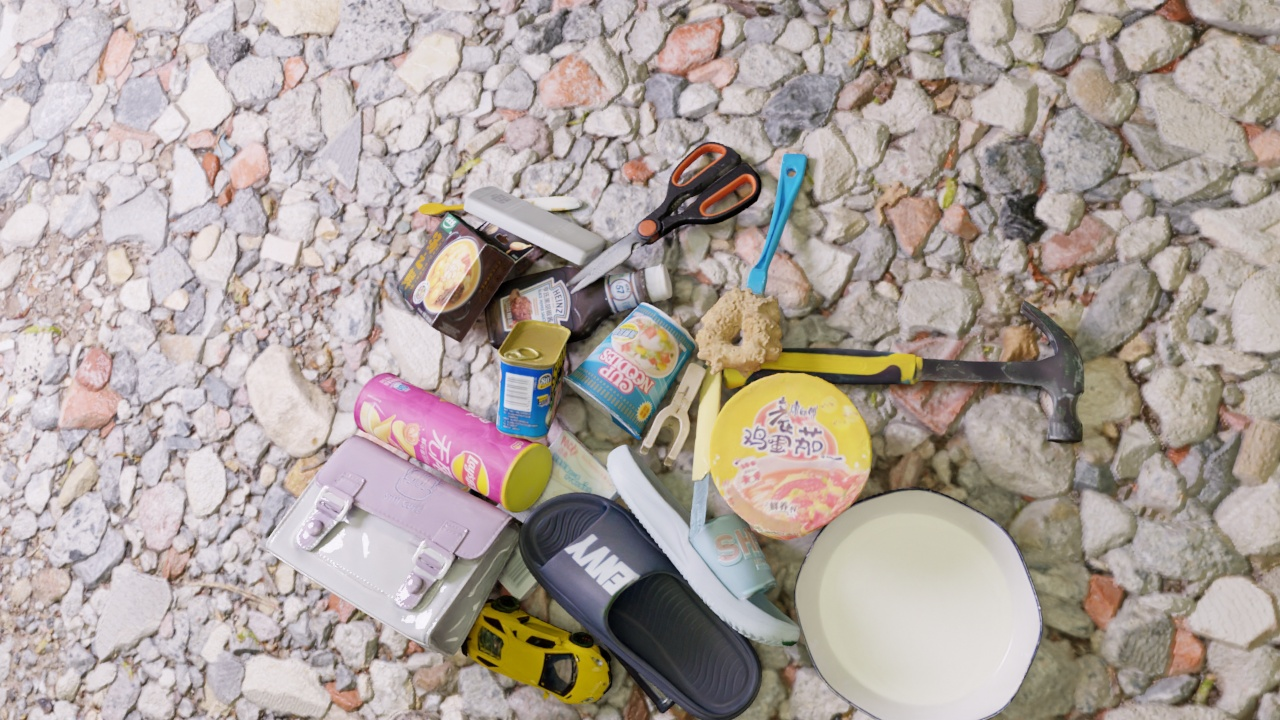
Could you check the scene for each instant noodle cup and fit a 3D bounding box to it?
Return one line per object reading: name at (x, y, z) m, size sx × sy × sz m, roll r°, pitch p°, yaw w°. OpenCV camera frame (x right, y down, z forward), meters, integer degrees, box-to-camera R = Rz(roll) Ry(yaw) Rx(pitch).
instant noodle cup at (-0.005, 0.005, 0.902) m, size 0.099 × 0.099 × 0.110 m, roll 35°, pitch 82°, yaw 19°
instant noodle cup at (0.139, 0.088, 0.832) m, size 0.138 × 0.110 × 0.138 m, roll -3°, pitch 78°, yaw 14°

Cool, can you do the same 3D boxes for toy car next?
toy car at (-0.100, 0.282, 0.883) m, size 0.156 × 0.041 × 0.071 m, roll 19°, pitch 108°, yaw 15°

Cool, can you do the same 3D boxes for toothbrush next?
toothbrush at (-0.155, -0.169, 1.015) m, size 0.191 × 0.018 × 0.016 m, roll 0°, pitch 81°, yaw 13°
toothbrush at (-0.040, 0.245, 0.879) m, size 0.027 × 0.026 × 0.212 m, roll -41°, pitch 79°, yaw -3°

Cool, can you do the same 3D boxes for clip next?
clip at (0.034, 0.052, 0.878) m, size 0.034 × 0.072 × 0.099 m, roll 27°, pitch 55°, yaw 1°

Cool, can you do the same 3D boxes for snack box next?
snack box at (-0.188, -0.097, 0.967) m, size 0.125 × 0.053 × 0.113 m, roll -56°, pitch 41°, yaw 4°
snack box at (-0.096, 0.156, 0.925) m, size 0.085 × 0.027 × 0.157 m, roll 42°, pitch 92°, yaw 19°

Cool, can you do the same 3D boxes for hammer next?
hammer at (0.240, 0.005, 0.863) m, size 0.324 × 0.032 × 0.126 m, roll 2°, pitch 80°, yaw 16°

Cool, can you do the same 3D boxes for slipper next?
slipper at (0.005, 0.216, 0.836) m, size 0.268 × 0.083 × 0.110 m, roll 41°, pitch 71°, yaw 9°
slipper at (0.063, 0.161, 0.846) m, size 0.074 × 0.104 × 0.245 m, roll -44°, pitch 65°, yaw 1°

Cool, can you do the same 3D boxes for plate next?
plate at (0.243, 0.218, 0.812) m, size 0.205 × 0.045 × 0.204 m, roll -3°, pitch 77°, yaw 14°

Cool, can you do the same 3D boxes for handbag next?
handbag at (-0.232, 0.171, 0.876) m, size 0.197 × 0.098 × 0.144 m, roll 23°, pitch 66°, yaw 18°

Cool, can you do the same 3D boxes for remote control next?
remote control at (-0.112, -0.142, 0.966) m, size 0.150 × 0.058 × 0.021 m, roll 26°, pitch 119°, yaw 11°

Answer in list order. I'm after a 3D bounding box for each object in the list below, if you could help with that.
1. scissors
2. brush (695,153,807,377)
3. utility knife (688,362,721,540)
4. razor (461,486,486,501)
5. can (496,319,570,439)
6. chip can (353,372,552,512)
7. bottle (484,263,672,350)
scissors at (0.011, -0.148, 0.944) m, size 0.235 × 0.022 × 0.141 m, roll -18°, pitch 63°, yaw 4°
brush at (0.121, -0.096, 0.900) m, size 0.083 × 0.046 × 0.254 m, roll 10°, pitch 68°, yaw 25°
utility knife at (0.058, 0.074, 0.847) m, size 0.031 × 0.022 × 0.210 m, roll -38°, pitch 25°, yaw 38°
razor at (-0.235, 0.178, 0.950) m, size 0.167 × 0.062 × 0.067 m, roll -31°, pitch 42°, yaw 2°
can at (-0.106, 0.018, 0.900) m, size 0.057 × 0.102 × 0.083 m, roll 9°, pitch 115°, yaw 3°
chip can at (-0.193, 0.079, 0.928) m, size 0.211 × 0.071 × 0.071 m, roll 22°, pitch 85°, yaw 27°
bottle at (-0.065, -0.061, 0.953) m, size 0.195 × 0.044 × 0.079 m, roll -12°, pitch 74°, yaw 12°
